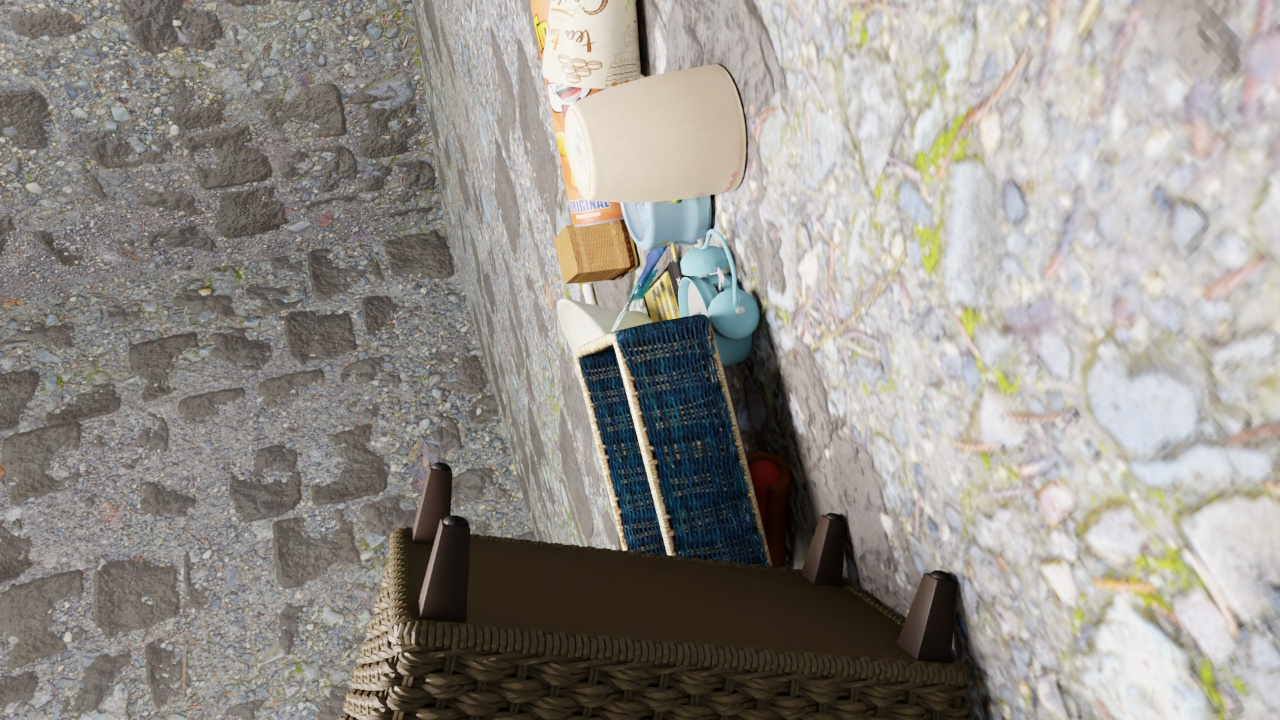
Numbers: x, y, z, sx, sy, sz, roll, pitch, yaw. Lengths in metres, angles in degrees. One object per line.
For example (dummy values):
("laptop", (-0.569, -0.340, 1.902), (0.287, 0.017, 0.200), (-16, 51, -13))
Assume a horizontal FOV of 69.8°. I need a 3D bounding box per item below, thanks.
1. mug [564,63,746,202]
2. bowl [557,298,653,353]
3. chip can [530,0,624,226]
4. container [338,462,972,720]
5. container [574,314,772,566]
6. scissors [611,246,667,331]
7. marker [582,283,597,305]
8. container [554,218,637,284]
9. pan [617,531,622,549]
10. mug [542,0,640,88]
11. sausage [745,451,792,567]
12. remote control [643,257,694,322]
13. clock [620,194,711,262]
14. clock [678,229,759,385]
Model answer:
("mug", (0.002, -0.154, 0.622), (0.111, 0.104, 0.085), (-124, 25, -53))
("bowl", (-0.005, 0.005, 0.848), (0.176, 0.057, 0.177), (52, 165, 19))
("chip can", (-0.051, -0.233, 0.844), (0.062, 0.062, 0.210), (-149, 47, -71))
("container", (0.003, 0.184, 0.497), (0.176, 0.320, 0.205), (-160, 80, -74))
("container", (0.020, 0.068, 0.663), (0.145, 0.071, 0.187), (165, 91, -75))
("scissors", (-0.003, -0.063, 0.760), (0.086, 0.015, 0.134), (-62, -3, 38))
("marker", (-0.052, -0.031, 1.143), (0.014, 0.014, 0.132), (170, 86, -76))
("container", (-0.049, -0.114, 0.950), (0.114, 0.061, 0.063), (169, 87, -76))
("pan", (0.007, 0.218, 0.897), (0.355, 0.043, 0.249), (-100, 8, -58))
("mug", (-0.035, -0.287, 0.750), (0.121, 0.081, 0.097), (-75, -10, -58))
("sausage", (0.089, 0.133, 0.686), (0.040, 0.040, 0.156), (-120, 21, -49))
("remote control", (0.028, -0.048, 0.811), (0.134, 0.013, 0.058), (140, 116, -75))
("clock", (0.012, -0.138, 0.710), (0.089, 0.051, 0.124), (90, 161, -48))
("clock", (0.052, -0.041, 0.661), (0.123, 0.042, 0.087), (90, 161, -50))
